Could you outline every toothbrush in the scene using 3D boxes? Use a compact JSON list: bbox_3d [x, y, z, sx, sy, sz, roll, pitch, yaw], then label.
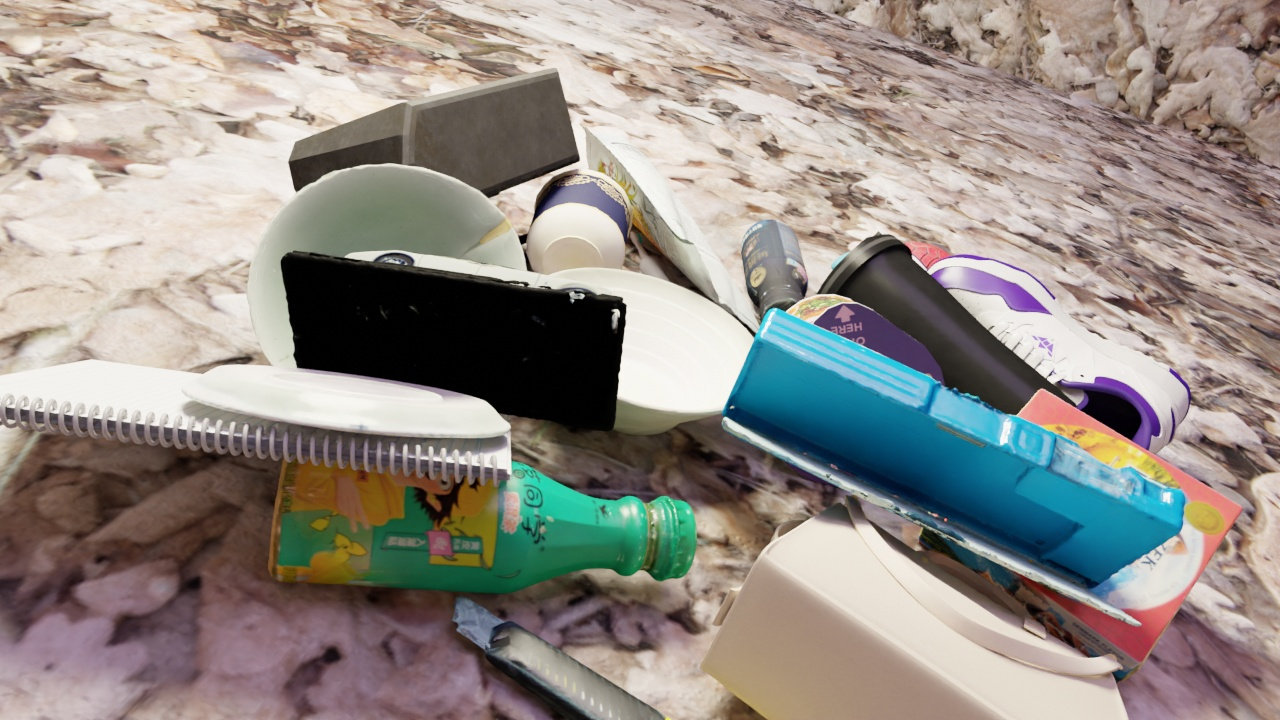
[{"bbox_3d":[0.017,-0.067,0.806,0.019,0.018,0.187,6,33,-23],"label":"toothbrush"}]

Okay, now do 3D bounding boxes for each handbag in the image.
[{"bbox_3d":[0.155,0.147,0.484,0.195,0.101,0.197,32,22,21],"label":"handbag"},{"bbox_3d":[-0.183,-0.153,0.740,0.200,0.102,0.196,-2,21,34],"label":"handbag"}]

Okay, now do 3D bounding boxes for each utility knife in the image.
[{"bbox_3d":[-0.016,0.163,0.426,0.188,0.020,0.028,30,32,16],"label":"utility knife"}]

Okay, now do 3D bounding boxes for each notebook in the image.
[{"bbox_3d":[-0.189,0.026,0.467,0.245,0.013,0.178,8,3,-9],"label":"notebook"}]

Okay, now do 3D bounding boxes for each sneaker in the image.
[{"bbox_3d":[0.337,0.008,0.782,0.244,0.092,0.110,34,47,14],"label":"sneaker"}]

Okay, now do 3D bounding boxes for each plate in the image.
[{"bbox_3d":[-0.143,0.019,0.460,0.157,0.014,0.157,9,1,0],"label":"plate"}]

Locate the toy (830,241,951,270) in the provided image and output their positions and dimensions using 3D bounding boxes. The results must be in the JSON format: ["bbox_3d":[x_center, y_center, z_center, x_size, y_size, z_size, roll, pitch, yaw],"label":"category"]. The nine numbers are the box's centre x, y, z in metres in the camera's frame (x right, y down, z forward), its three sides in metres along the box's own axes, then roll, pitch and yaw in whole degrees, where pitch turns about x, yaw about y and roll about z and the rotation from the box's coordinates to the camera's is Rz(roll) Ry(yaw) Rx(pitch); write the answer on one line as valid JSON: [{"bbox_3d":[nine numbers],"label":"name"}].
[{"bbox_3d":[0.260,-0.089,0.927,0.133,0.062,0.092,5,25,1],"label":"toy"}]

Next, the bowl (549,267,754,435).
[{"bbox_3d":[-0.004,0.004,0.645,0.176,0.058,0.176,13,32,-9],"label":"bowl"}]

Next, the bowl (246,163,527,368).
[{"bbox_3d":[-0.163,-0.039,0.612,0.174,0.068,0.174,3,75,-12],"label":"bowl"}]

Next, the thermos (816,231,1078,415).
[{"bbox_3d":[0.245,-0.006,0.756,0.105,0.106,0.218,-13,48,-40],"label":"thermos"}]

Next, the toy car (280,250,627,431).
[{"bbox_3d":[-0.101,-0.026,0.540,0.192,0.094,0.071,8,37,3],"label":"toy car"}]

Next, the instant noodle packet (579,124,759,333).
[{"bbox_3d":[0.024,-0.119,0.830,0.147,0.057,0.269,42,11,-41],"label":"instant noodle packet"}]

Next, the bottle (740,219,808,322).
[{"bbox_3d":[0.124,-0.076,0.837,0.056,0.056,0.160,14,32,-7],"label":"bottle"}]

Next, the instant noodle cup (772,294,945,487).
[{"bbox_3d":[0.143,0.002,0.669,0.122,0.137,0.121,-10,22,5],"label":"instant noodle cup"}]

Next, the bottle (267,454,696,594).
[{"bbox_3d":[-0.075,0.085,0.471,0.209,0.068,0.068,7,33,-17],"label":"bottle"}]

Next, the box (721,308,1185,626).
[{"bbox_3d":[0.160,0.071,0.518,0.243,0.092,0.085,25,55,7],"label":"box"}]

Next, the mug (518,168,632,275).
[{"bbox_3d":[-0.064,-0.098,0.764,0.112,0.086,0.089,-15,32,13],"label":"mug"}]

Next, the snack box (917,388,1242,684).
[{"bbox_3d":[0.284,0.107,0.597,0.145,0.040,0.142,37,60,28],"label":"snack box"}]
